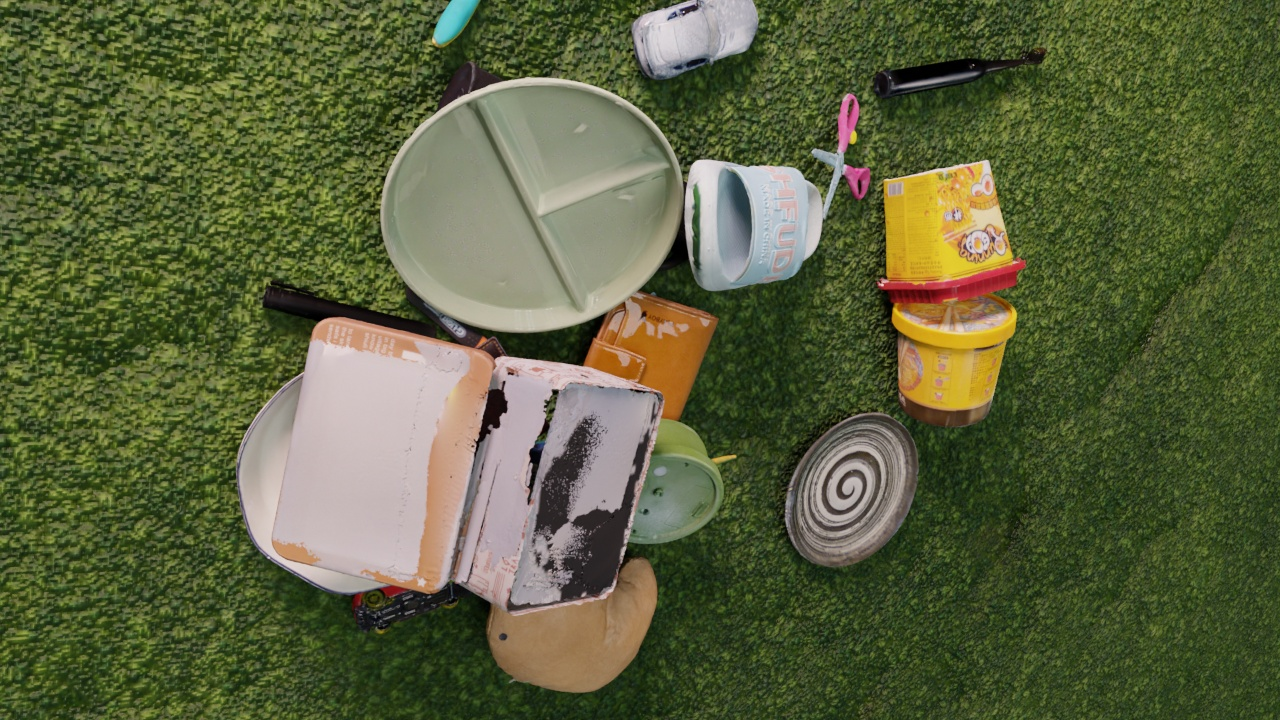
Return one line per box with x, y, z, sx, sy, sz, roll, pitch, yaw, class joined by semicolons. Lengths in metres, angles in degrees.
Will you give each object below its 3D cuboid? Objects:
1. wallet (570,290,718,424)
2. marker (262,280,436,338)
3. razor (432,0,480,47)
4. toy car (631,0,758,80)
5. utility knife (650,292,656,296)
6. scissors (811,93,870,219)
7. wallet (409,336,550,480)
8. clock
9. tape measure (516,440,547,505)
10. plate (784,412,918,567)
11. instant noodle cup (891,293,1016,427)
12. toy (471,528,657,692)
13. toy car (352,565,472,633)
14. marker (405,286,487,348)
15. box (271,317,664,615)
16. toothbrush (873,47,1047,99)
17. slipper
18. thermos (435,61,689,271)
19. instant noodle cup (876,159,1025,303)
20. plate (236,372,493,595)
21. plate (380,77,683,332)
-0.005;0.005;0.816;0.119;0.035;0.131;15;103;-27;wallet
-0.223;-0.035;0.713;0.132;0.020;0.022;15;73;-29;marker
-0.119;-0.289;0.682;0.043;0.028;0.132;28;88;-8;razor
0.048;-0.274;0.769;0.120;0.037;0.054;-26;115;-22;toy car
-0.002;0.040;0.849;0.030;0.021;0.208;-4;113;-29;utility knife
0.189;-0.182;0.857;0.131;0.017;0.133;47;55;-48;scissors
-0.142;0.052;0.729;0.122;0.020;0.096;-36;118;-17;wallet
-0.003;0.101;0.813;0.161;0.056;0.116;18;124;-23;clock
-0.102;0.100;0.813;0.054;0.025;0.058;-3;103;-24;tape measure
0.226;0.139;0.995;0.179;0.024;0.179;-9;109;-26;plate
0.319;-0.003;0.949;0.118;0.118;0.114;-16;119;-22;instant noodle cup
-0.078;0.223;0.815;0.226;0.083;0.143;30;77;-42;toy
-0.193;0.199;0.789;0.106;0.031;0.049;-15;140;-20;toy car
-0.145;-0.021;0.759;0.124;0.015;0.018;42;78;-28;marker
-0.118;0.081;0.674;0.271;0.133;0.179;12;95;-25;box
0.323;-0.288;0.910;0.212;0.026;0.027;-16;151;-22;toothbrush
0.111;-0.114;0.775;0.244;0.074;0.104;-16;110;-57;slipper
-0.049;-0.143;0.742;0.242;0.068;0.090;22;108;-31;thermos
0.299;-0.126;0.906;0.116;0.116;0.124;-15;100;-22;instant noodle cup
-0.215;0.087;0.740;0.204;0.045;0.205;-9;110;-25;plate
-0.080;-0.113;0.701;0.230;0.027;0.231;-8;135;-8;plate
